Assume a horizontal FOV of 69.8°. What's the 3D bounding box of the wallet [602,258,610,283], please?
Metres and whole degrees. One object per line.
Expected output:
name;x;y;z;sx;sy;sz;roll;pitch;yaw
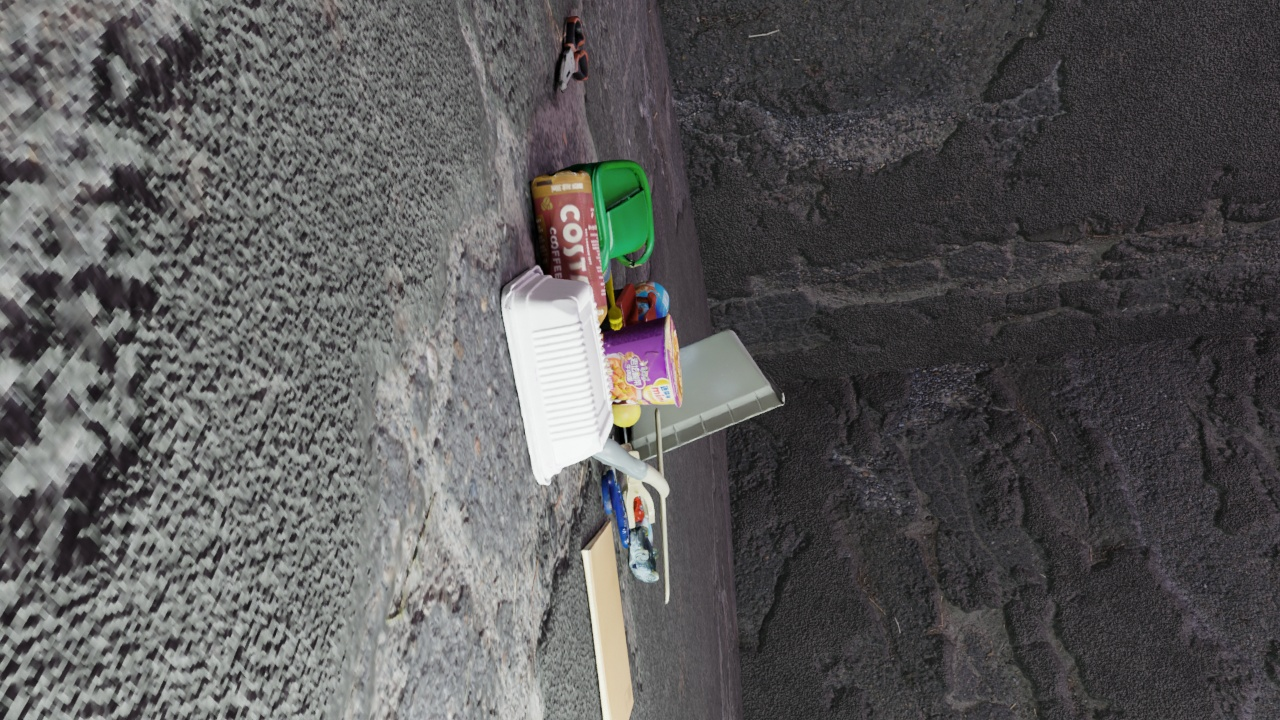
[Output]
wallet;-0.063;-0.143;1.046;0.115;0.033;0.090;44;38;-76

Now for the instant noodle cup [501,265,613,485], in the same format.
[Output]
instant noodle cup;-0.065;0.007;0.800;0.137;0.060;0.173;-68;152;-74

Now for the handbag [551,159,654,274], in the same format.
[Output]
handbag;-0.040;-0.150;0.965;0.131;0.068;0.120;-28;110;-64

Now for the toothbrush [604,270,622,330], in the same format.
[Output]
toothbrush;-0.041;-0.101;1.114;0.189;0.015;0.017;-103;-175;-48

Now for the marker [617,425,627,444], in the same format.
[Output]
marker;-0.028;0.074;1.177;0.018;0.015;0.124;-91;174;-60

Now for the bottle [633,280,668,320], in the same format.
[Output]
bottle;0.007;-0.033;1.332;0.218;0.065;0.065;-86;166;-52

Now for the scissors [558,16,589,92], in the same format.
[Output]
scissors;-0.083;-0.359;1.139;0.177;0.015;0.210;66;19;-67

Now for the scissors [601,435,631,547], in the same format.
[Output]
scissors;-0.032;0.139;1.070;0.162;0.012;0.176;-51;130;-83

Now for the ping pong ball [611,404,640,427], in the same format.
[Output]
ping pong ball;-0.020;0.062;1.136;0.040;0.040;0.040;-6;89;-82

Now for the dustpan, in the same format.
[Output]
dustpan;0.093;0.069;1.325;0.257;0.223;0.143;-104;168;-52

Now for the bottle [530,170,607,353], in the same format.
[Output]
bottle;-0.065;-0.090;0.878;0.057;0.057;0.175;-30;113;-81

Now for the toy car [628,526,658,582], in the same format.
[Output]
toy car;0.002;0.246;1.161;0.091;0.034;0.042;72;16;-46

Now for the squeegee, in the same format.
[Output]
squeegee;-0.003;0.126;1.029;0.246;0.039;0.246;48;36;-58

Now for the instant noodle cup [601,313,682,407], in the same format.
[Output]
instant noodle cup;-0.006;0.006;1.073;0.111;0.099;0.111;-7;89;-83

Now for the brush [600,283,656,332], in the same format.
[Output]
brush;-0.012;-0.063;1.195;0.145;0.069;0.063;-72;155;-71

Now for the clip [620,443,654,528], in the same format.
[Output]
clip;-0.009;0.154;1.133;0.076;0.034;0.101;-142;-140;-74

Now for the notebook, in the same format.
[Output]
notebook;-0.031;0.288;0.973;0.149;0.012;0.211;-13;96;-83

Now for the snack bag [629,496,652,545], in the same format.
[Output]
snack bag;0.001;0.222;1.197;0.045;0.026;0.105;-79;162;-49
